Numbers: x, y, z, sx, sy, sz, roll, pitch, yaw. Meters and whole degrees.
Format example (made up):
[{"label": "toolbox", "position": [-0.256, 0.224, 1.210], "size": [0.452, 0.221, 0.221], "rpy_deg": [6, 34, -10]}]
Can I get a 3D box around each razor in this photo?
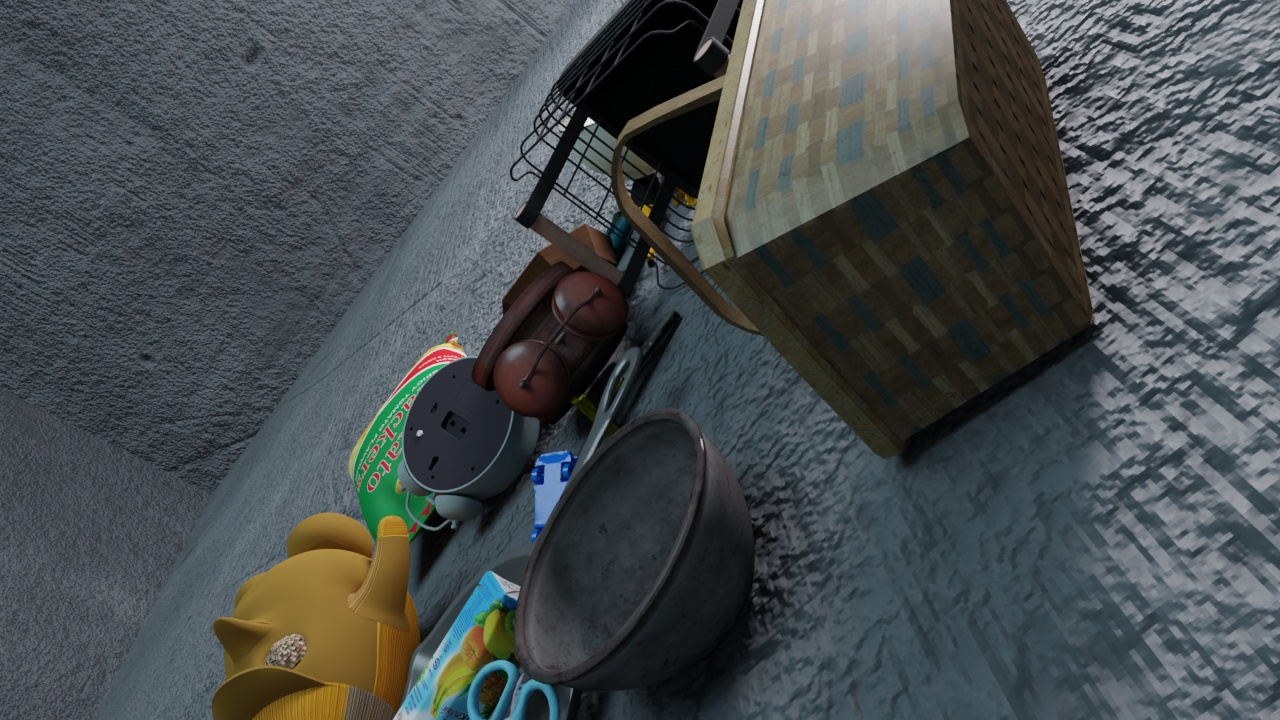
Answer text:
[{"label": "razor", "position": [-0.004, 0.004, 0.674], "size": [0.105, 0.042, 0.026], "rpy_deg": [-53, 17, -19]}]

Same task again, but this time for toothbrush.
[{"label": "toothbrush", "position": [0.006, -0.135, 0.842], "size": [0.031, 0.031, 0.196], "rpy_deg": [-15, 31, 9]}]

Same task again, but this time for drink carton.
[{"label": "drink carton", "position": [-0.101, 0.184, 0.516], "size": [0.129, 0.044, 0.038], "rpy_deg": [-58, 28, -3]}]

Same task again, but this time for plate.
[{"label": "plate", "position": [-0.066, -0.058, 0.815], "size": [0.131, 0.025, 0.131], "rpy_deg": [-39, -23, -20]}]

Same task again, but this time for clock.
[{"label": "clock", "position": [-0.066, -0.011, 0.703], "size": [0.120, 0.072, 0.158], "rpy_deg": [-52, -4, -10]}, {"label": "clock", "position": [-0.154, 0.072, 0.799], "size": [0.123, 0.045, 0.159], "rpy_deg": [25, 85, 37]}]

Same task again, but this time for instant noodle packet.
[{"label": "instant noodle packet", "position": [-0.222, 0.080, 0.934], "size": [0.195, 0.090, 0.253], "rpy_deg": [-54, 29, -1]}]

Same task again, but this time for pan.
[{"label": "pan", "position": [-0.066, 0.151, 0.568], "size": [0.217, 0.024, 0.354], "rpy_deg": [-2, 60, 57]}]

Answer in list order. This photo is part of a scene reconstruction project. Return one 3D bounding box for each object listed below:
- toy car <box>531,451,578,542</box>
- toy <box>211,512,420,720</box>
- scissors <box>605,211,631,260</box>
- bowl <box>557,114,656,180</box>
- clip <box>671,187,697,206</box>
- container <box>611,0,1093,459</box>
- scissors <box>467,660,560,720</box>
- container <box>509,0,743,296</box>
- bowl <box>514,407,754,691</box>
[{"label": "toy car", "position": [-0.048, 0.096, 0.652], "size": [0.033, 0.062, 0.092], "rpy_deg": [-11, 70, 27]}, {"label": "toy", "position": [-0.234, 0.225, 0.655], "size": [0.199, 0.162, 0.203], "rpy_deg": [-46, 32, 11]}, {"label": "scissors", "position": [-0.026, -0.129, 0.922], "size": [0.138, 0.019, 0.129], "rpy_deg": [-47, 23, 17]}, {"label": "bowl", "position": [0.005, -0.224, 0.882], "size": [0.153, 0.073, 0.153], "rpy_deg": [-23, 22, 10]}, {"label": "clip", "position": [0.045, -0.153, 0.819], "size": [0.053, 0.039, 0.047], "rpy_deg": [-44, 20, 23]}, {"label": "container", "position": [0.088, -0.085, 0.444], "size": [0.187, 0.157, 0.249], "rpy_deg": [-24, 36, 35]}, {"label": "scissors", "position": [-0.088, 0.222, 0.477], "size": [0.063, 0.015, 0.138], "rpy_deg": [26, 86, 33]}, {"label": "container", "position": [0.031, -0.162, 0.652], "size": [0.242, 0.162, 0.130], "rpy_deg": [-26, 36, 52]}, {"label": "bowl", "position": [0.006, 0.102, 0.457], "size": [0.145, 0.067, 0.144], "rpy_deg": [-45, 24, 26]}]
